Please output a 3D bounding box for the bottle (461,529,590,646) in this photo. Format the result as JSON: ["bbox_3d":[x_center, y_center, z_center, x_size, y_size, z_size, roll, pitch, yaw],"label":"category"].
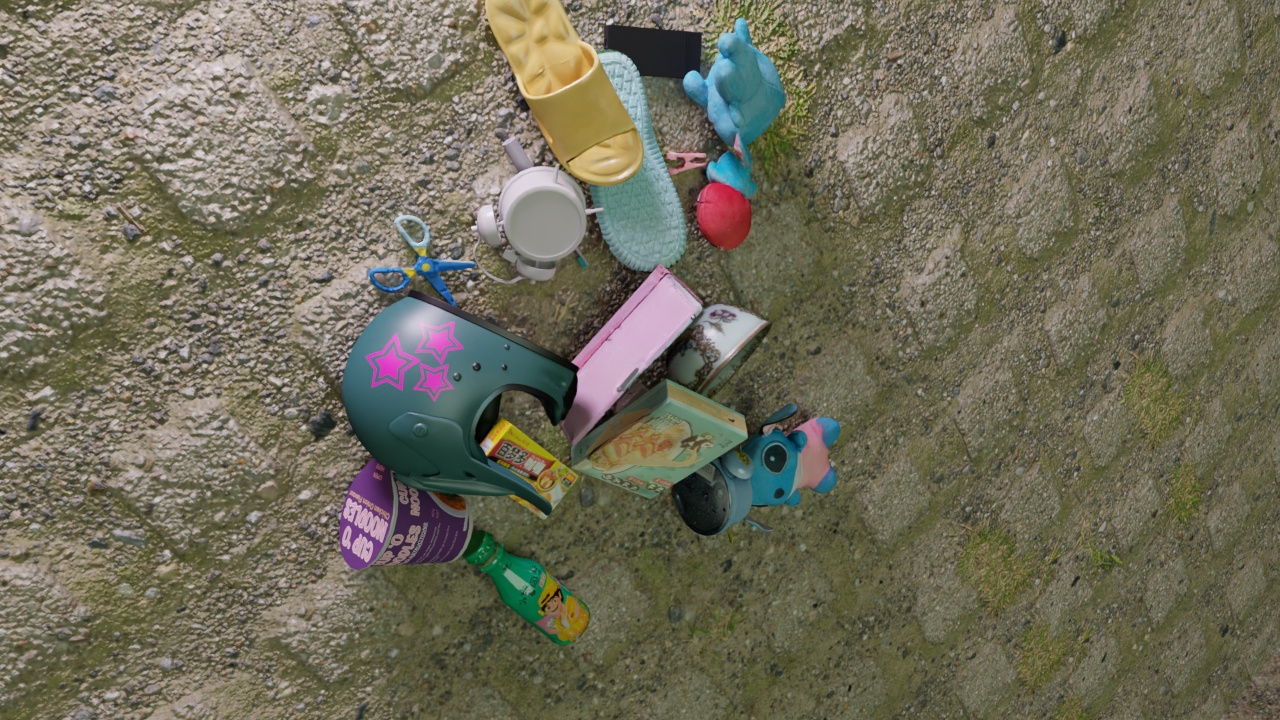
[{"bbox_3d":[-0.153,0.299,1.215,0.068,0.068,0.210,-47,121,-10],"label":"bottle"}]

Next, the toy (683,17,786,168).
[{"bbox_3d":[0.112,-0.340,1.145,0.180,0.115,0.183,15,77,-67],"label":"toy"}]

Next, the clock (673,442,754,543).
[{"bbox_3d":[0.106,0.171,1.297,0.060,0.118,0.162,-5,114,-40],"label":"clock"}]

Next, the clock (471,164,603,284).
[{"bbox_3d":[-0.130,-0.159,1.095,0.159,0.061,0.120,-41,119,14],"label":"clock"}]

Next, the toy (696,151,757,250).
[{"bbox_3d":[0.114,-0.213,1.226,0.092,0.062,0.132,23,75,-46],"label":"toy"}]

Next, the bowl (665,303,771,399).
[{"bbox_3d":[0.089,-0.019,1.232,0.094,0.160,0.159,43,79,11],"label":"bowl"}]

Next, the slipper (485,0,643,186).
[{"bbox_3d":[-0.089,-0.313,1.034,0.099,0.078,0.263,-29,103,6],"label":"slipper"}]

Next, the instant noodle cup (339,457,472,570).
[{"bbox_3d":[-0.272,0.187,1.098,0.121,0.122,0.136,19,86,-42],"label":"instant noodle cup"}]

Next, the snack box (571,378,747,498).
[{"bbox_3d":[0.022,0.107,1.207,0.141,0.044,0.194,26,132,-33],"label":"snack box"}]

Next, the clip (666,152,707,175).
[{"bbox_3d":[0.058,-0.265,1.199,0.060,0.023,0.045,-34,120,-11],"label":"clip"}]

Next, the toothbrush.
[{"bbox_3d":[-0.112,-0.189,1.126,0.019,0.018,0.188,-39,119,-12],"label":"toothbrush"}]

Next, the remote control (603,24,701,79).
[{"bbox_3d":[0.016,-0.384,1.143,0.133,0.013,0.058,-5,106,-28],"label":"remote control"}]

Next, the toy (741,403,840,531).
[{"bbox_3d":[0.218,0.145,1.362,0.191,0.099,0.224,-12,124,-32],"label":"toy"}]

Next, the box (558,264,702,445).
[{"bbox_3d":[-0.006,0.008,1.144,0.233,0.115,0.106,-46,140,7],"label":"box"}]

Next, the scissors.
[{"bbox_3d":[-0.254,-0.118,1.073,0.125,0.016,0.123,-4,109,-27],"label":"scissors"}]

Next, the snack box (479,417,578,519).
[{"bbox_3d":[-0.150,0.141,1.179,0.075,0.025,0.152,-51,134,-7],"label":"snack box"}]

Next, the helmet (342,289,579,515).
[{"bbox_3d":[-0.201,0.057,1.037,0.274,0.176,0.200,25,84,-14],"label":"helmet"}]

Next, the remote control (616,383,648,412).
[{"bbox_3d":[0.008,0.081,1.251,0.050,0.022,0.133,-46,138,-10],"label":"remote control"}]

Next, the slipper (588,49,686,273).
[{"bbox_3d":[-0.022,-0.240,1.135,0.115,0.069,0.276,-20,104,-22],"label":"slipper"}]

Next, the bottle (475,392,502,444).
[{"bbox_3d":[-0.192,0.061,1.146,0.033,0.033,0.123,5,103,-30],"label":"bottle"}]

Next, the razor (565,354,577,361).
[{"bbox_3d":[-0.136,-0.002,1.167,0.144,0.021,0.044,19,94,-30],"label":"razor"}]
